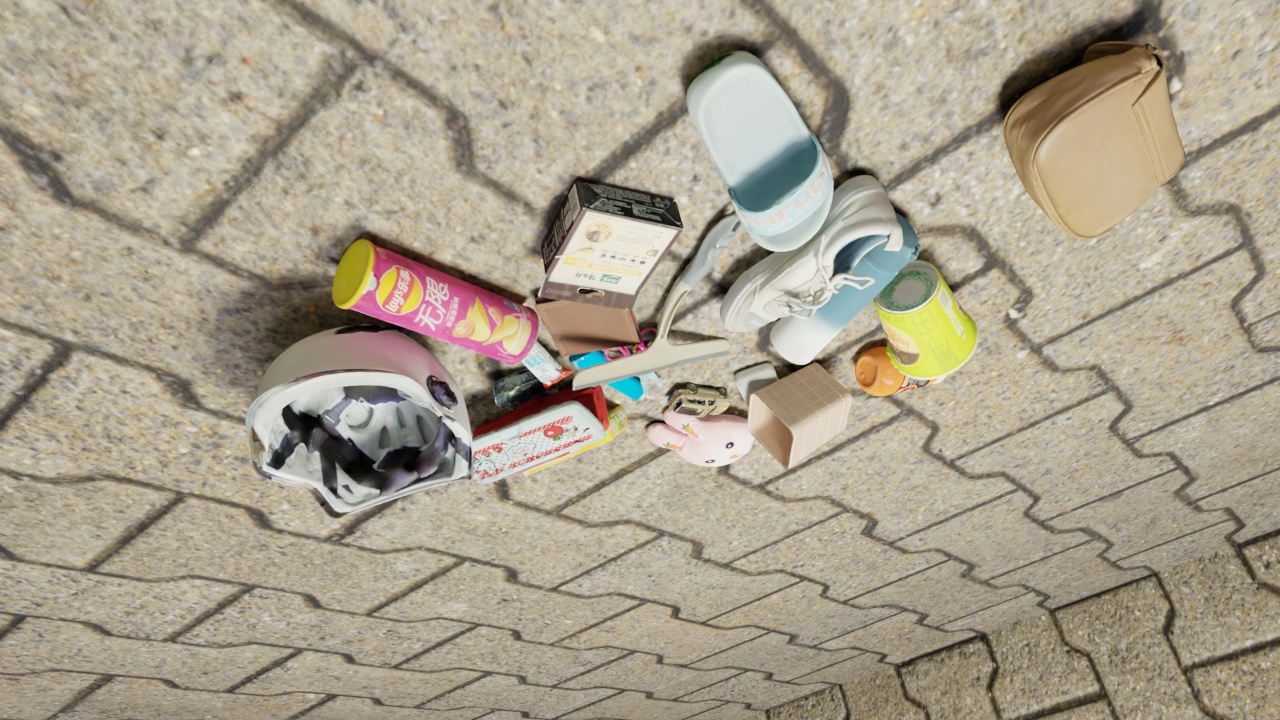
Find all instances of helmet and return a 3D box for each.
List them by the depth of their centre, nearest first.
[{"bbox_3d":[-0.305,0.047,1.018,0.229,0.145,0.259,-21,138,11],"label":"helmet"}]

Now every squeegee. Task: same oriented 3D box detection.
[{"bbox_3d":[0.054,-0.081,1.032,0.245,0.039,0.247,-13,145,-37],"label":"squeegee"}]

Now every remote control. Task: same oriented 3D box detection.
[{"bbox_3d":[0.171,0.046,1.277,0.056,0.020,0.136,-19,146,11],"label":"remote control"}]

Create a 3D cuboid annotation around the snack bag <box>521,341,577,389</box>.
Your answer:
[{"bbox_3d":[-0.124,-0.003,1.092,0.048,0.026,0.104,-34,122,20],"label":"snack bag"}]

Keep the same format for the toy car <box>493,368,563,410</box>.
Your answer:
[{"bbox_3d":[-0.140,0.030,1.144,0.090,0.034,0.043,-22,145,-11],"label":"toy car"}]

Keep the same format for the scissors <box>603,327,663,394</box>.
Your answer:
[{"bbox_3d":[-0.008,0.008,1.160,0.083,0.017,0.138,-16,143,-7],"label":"scissors"}]

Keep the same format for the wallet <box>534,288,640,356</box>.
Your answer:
[{"bbox_3d":[-0.059,-0.049,1.056,0.101,0.032,0.125,-12,147,6],"label":"wallet"}]

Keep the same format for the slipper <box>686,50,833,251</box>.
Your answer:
[{"bbox_3d":[0.122,-0.183,0.857,0.104,0.074,0.245,-32,141,9],"label":"slipper"}]

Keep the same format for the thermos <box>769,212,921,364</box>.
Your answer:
[{"bbox_3d":[0.234,-0.083,1.067,0.070,0.070,0.221,7,142,-27],"label":"thermos"}]

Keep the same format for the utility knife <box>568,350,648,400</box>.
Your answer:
[{"bbox_3d":[-0.034,0.020,1.177,0.034,0.018,0.159,-38,141,13],"label":"utility knife"}]

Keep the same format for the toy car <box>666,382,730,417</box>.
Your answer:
[{"bbox_3d":[0.082,0.058,1.255,0.090,0.035,0.042,7,144,-29],"label":"toy car"}]

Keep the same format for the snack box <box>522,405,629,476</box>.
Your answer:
[{"bbox_3d":[-0.091,0.108,1.239,0.141,0.034,0.086,-22,-176,19],"label":"snack box"}]

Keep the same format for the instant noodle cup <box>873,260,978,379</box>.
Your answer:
[{"bbox_3d":[0.336,-0.056,1.108,0.112,0.111,0.123,-24,137,18],"label":"instant noodle cup"}]

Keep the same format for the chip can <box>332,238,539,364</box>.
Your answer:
[{"bbox_3d":[-0.208,-0.057,0.959,0.210,0.071,0.072,21,135,-41],"label":"chip can"}]

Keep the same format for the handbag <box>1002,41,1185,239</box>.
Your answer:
[{"bbox_3d":[0.444,-0.216,0.904,0.148,0.099,0.204,-34,141,19],"label":"handbag"}]

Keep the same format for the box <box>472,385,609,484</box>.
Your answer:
[{"bbox_3d":[-0.147,0.085,1.164,0.202,0.095,0.101,-23,151,19],"label":"box"}]

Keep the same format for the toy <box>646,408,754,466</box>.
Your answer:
[{"bbox_3d":[0.090,0.111,1.325,0.159,0.054,0.122,16,139,-24],"label":"toy"}]

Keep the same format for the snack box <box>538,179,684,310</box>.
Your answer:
[{"bbox_3d":[-0.035,-0.115,0.940,0.113,0.053,0.126,7,143,-27],"label":"snack box"}]

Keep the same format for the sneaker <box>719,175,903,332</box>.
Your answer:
[{"bbox_3d":[0.187,-0.088,1.003,0.089,0.090,0.243,2,145,-42],"label":"sneaker"}]

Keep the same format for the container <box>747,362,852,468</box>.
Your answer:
[{"bbox_3d":[0.217,0.071,1.238,0.110,0.090,0.090,-28,143,-21],"label":"container"}]

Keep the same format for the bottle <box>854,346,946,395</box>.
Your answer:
[{"bbox_3d":[0.367,0.013,1.258,0.149,0.066,0.067,-2,146,-27],"label":"bottle"}]
